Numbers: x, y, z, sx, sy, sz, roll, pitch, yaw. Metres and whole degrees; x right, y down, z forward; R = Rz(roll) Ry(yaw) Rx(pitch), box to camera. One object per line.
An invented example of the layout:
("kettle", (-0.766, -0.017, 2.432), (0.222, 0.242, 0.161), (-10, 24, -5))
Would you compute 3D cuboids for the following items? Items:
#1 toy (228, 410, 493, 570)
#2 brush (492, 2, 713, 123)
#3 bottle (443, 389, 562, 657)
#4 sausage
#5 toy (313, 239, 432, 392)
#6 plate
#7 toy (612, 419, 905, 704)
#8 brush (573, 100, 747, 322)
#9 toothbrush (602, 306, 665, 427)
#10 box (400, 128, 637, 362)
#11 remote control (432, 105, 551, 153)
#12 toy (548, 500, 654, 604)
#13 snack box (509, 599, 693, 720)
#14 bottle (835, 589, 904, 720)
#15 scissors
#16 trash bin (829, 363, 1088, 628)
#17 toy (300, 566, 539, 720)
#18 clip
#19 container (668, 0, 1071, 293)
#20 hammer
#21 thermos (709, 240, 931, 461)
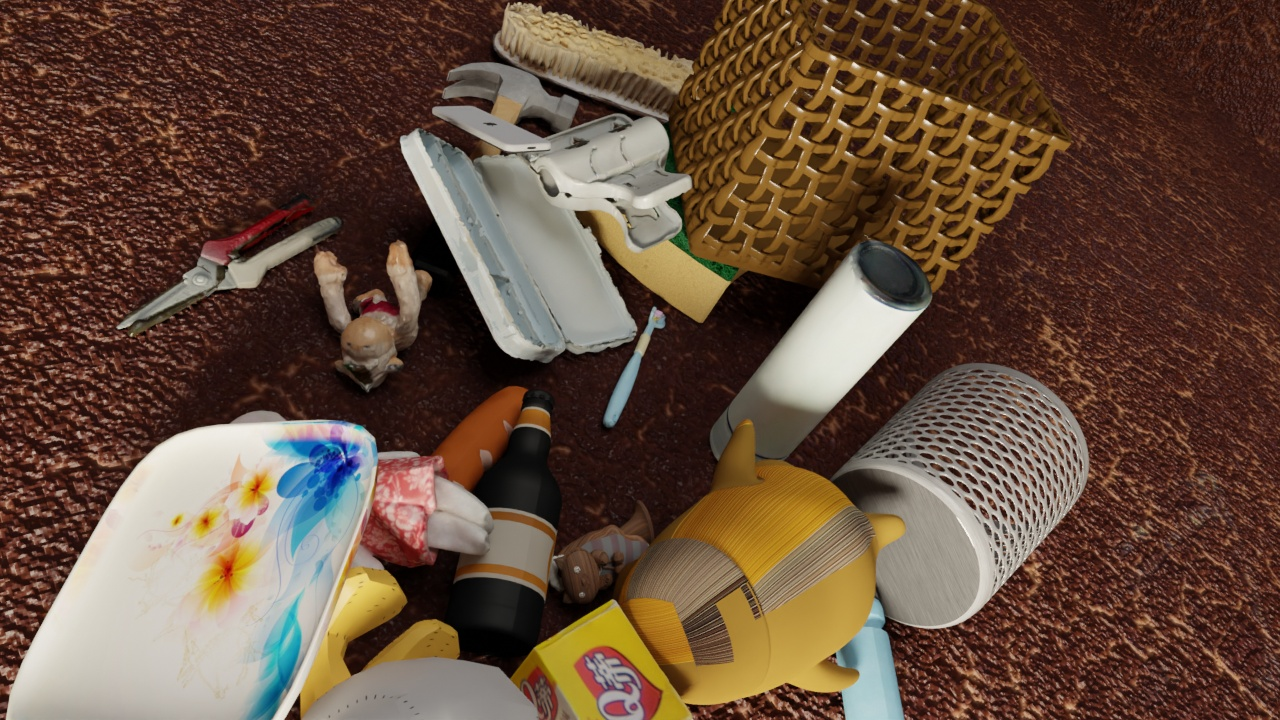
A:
("toy", (-0.186, 0.090, 0.553), (0.194, 0.084, 0.158), (-1, 49, 3))
("brush", (-0.033, -0.334, 1.051), (0.271, 0.057, 0.083), (16, 47, -16))
("bottle", (-0.083, 0.100, 0.612), (0.059, 0.059, 0.181), (18, 54, -15))
("sausage", (-0.123, 0.072, 0.649), (0.044, 0.039, 0.163), (39, 43, -3))
("toy", (-0.204, -0.028, 0.680), (0.085, 0.074, 0.105), (-1, 68, 9))
("plate", (-0.227, 0.115, 0.480), (0.187, 0.016, 0.186), (-4, 53, 23))
("toy", (0.062, 0.151, 0.604), (0.202, 0.163, 0.198), (-17, 84, -51))
("brush", (0.067, -0.167, 0.943), (0.195, 0.075, 0.249), (44, 45, 12))
("toothbrush", (-0.005, 0.005, 0.793), (0.022, 0.016, 0.154), (59, 34, -28))
("box", (-0.101, -0.095, 0.773), (0.209, 0.061, 0.192), (61, 24, 11))
("remote control", (-0.135, -0.207, 0.816), (0.045, 0.008, 0.147), (-13, 32, -35))
("toy", (-0.026, 0.136, 0.640), (0.101, 0.055, 0.041), (-18, 101, -33))
("snack box", (-0.032, 0.206, 0.531), (0.061, 0.106, 0.083), (-21, 64, -39))
("bottle", (0.166, 0.220, 0.678), (0.040, 0.040, 0.129), (16, 46, -17))
("scissors", (-0.311, -0.078, 0.696), (0.187, 0.015, 0.146), (-8, 58, -35))
("trash bin", (0.250, 0.108, 0.746), (0.182, 0.157, 0.156), (-29, 70, -40))
("toy", (-0.099, 0.231, 0.426), (0.246, 0.141, 0.267), (-31, 49, -5))
("clip", (-0.021, -0.166, 0.806), (0.124, 0.075, 0.144), (-29, 60, -26))
("container", (0.188, -0.214, 0.841), (0.251, 0.215, 0.219), (12, 47, -20))
("hammer", (-0.151, -0.179, 0.862), (0.131, 0.039, 0.327), (21, 45, -10))
("thermos", (0.130, 0.008, 0.709), (0.068, 0.231, 0.067), (15, 47, -17))
